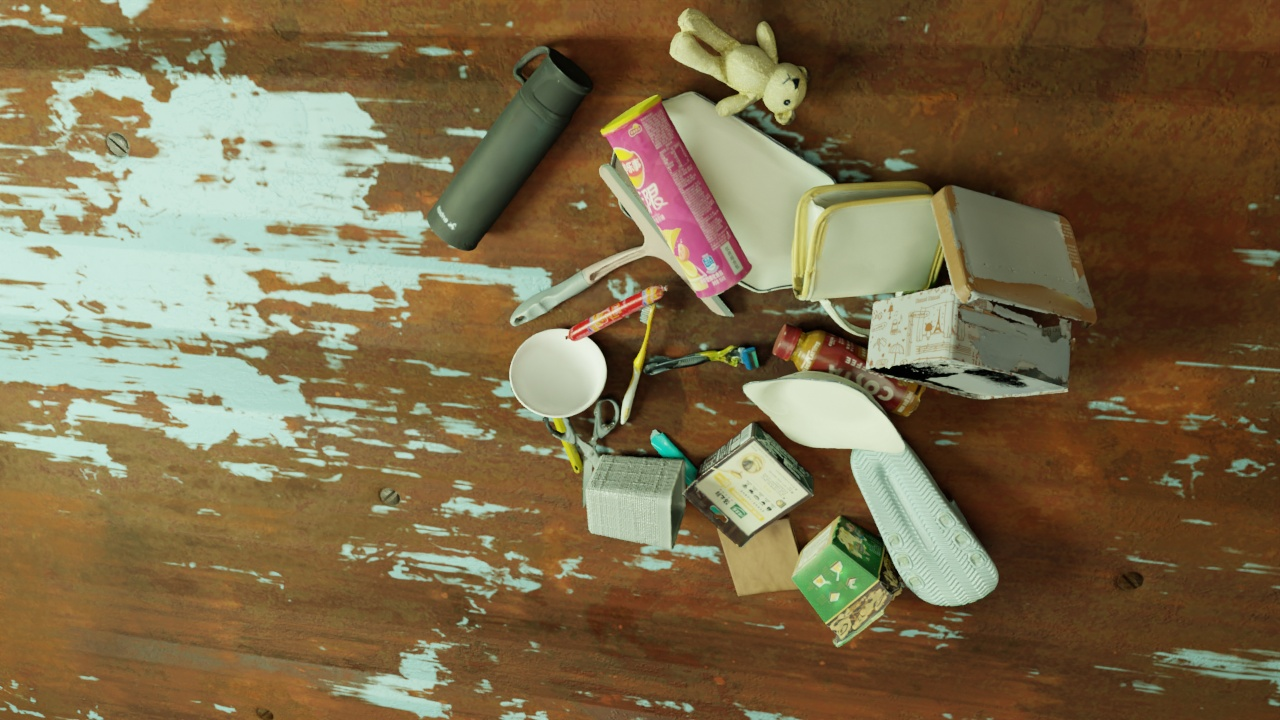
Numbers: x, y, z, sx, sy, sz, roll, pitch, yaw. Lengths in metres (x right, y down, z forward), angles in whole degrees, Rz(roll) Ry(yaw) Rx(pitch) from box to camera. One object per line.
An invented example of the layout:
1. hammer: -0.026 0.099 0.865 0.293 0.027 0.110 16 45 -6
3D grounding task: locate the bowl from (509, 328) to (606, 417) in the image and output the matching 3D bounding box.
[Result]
1. bowl: -0.101 0.027 1.144 0.118 0.118 0.065 14 155 5

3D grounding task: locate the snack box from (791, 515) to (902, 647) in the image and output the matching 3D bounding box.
1. snack box: 0.261 0.274 1.182 0.105 0.118 0.118 42 117 4

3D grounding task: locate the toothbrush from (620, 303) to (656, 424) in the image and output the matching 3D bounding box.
1. toothbrush: -0.007 0.007 1.137 0.018 0.016 0.192 21 127 8

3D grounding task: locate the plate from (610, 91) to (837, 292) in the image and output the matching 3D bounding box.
1. plate: 0.096 -0.186 1.019 0.265 0.034 0.162 30 119 -4

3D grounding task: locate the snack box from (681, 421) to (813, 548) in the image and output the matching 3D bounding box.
1. snack box: 0.138 0.160 1.174 0.113 0.053 0.126 44 117 -12

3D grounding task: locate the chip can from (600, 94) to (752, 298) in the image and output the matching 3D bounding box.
1. chip can: 0.040 -0.171 0.977 0.071 0.071 0.210 -24 109 22

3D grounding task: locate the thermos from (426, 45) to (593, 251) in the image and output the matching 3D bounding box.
1. thermos: -0.154 -0.240 1.036 0.243 0.068 0.090 -47 67 25

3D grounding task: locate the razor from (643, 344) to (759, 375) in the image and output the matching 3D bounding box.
1. razor: 0.073 0.000 1.125 0.143 0.022 0.043 -8 145 14

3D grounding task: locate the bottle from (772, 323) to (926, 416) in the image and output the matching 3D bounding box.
1. bottle: 0.242 0.008 1.072 0.175 0.057 0.058 22 119 0

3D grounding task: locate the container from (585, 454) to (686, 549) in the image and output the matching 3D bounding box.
1. container: -0.006 0.179 1.183 0.114 0.090 0.090 5 122 13

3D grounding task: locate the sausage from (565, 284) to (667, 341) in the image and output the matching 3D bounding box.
1. sausage: -0.031 -0.056 1.091 0.156 0.020 0.020 -26 109 30

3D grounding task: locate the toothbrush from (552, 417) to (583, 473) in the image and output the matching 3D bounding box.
1. toothbrush: -0.114 0.068 1.202 0.016 0.016 0.190 -13 113 19

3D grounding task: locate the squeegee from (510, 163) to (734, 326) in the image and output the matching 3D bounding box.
1. squeegee: -0.058 -0.099 1.094 0.250 0.040 0.247 -23 127 28

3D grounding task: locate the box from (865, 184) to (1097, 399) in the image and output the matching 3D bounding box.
1. box: 0.351 -0.073 0.954 0.183 0.157 0.192 13 77 -25

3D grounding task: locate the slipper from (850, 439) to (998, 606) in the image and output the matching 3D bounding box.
1. slipper: 0.344 0.196 1.139 0.104 0.074 0.245 -32 90 17

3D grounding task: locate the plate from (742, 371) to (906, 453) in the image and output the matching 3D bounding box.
1. plate: 0.218 0.055 1.075 0.165 0.034 0.163 -1 147 42

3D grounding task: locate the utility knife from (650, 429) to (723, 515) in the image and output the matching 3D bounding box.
1. utility knife: 0.067 0.149 1.208 0.029 0.013 0.157 -38 101 23

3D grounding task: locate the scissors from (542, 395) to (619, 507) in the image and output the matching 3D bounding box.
1. scissors: -0.068 0.117 1.209 0.159 0.014 0.176 29 111 -19

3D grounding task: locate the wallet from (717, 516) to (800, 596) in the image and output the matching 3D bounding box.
1. wallet: 0.167 0.266 1.242 0.101 0.020 0.115 -11 111 18

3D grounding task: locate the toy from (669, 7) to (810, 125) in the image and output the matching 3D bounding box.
1. toy: 0.102 -0.301 0.931 0.157 0.066 0.105 23 90 -20

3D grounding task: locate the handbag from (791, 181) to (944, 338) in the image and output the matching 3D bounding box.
1. handbag: 0.241 -0.103 0.989 0.163 0.063 0.179 -6 124 -13
